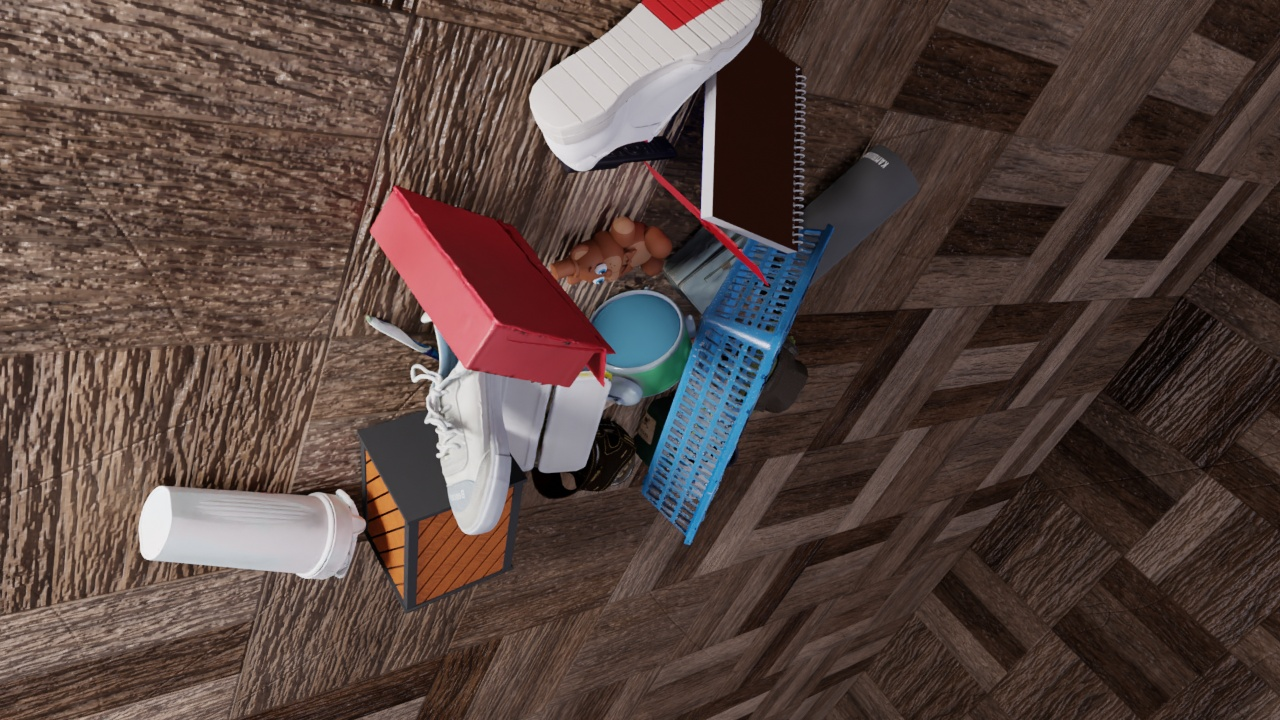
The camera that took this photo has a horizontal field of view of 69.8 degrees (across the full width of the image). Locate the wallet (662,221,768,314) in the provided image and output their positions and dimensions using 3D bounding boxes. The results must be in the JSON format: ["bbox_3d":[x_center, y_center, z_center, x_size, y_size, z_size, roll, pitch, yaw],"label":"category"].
[{"bbox_3d":[0.099,-0.124,1.139,0.132,0.054,0.100,-40,137,8],"label":"wallet"}]

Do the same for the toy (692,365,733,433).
[{"bbox_3d":[0.100,0.059,1.360,0.092,0.046,0.115,-23,135,-26],"label":"toy"}]

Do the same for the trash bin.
[{"bbox_3d":[-0.235,0.167,1.070,0.139,0.139,0.172,-17,140,-30],"label":"trash bin"}]

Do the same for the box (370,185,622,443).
[{"bbox_3d":[-0.139,-0.064,0.833,0.164,0.214,0.153,-27,145,-18],"label":"box"}]

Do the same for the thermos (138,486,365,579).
[{"bbox_3d":[-0.400,0.179,0.970,0.220,0.099,0.099,19,115,-48],"label":"thermos"}]

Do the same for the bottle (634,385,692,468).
[{"bbox_3d":[0.041,0.090,1.321,0.061,0.061,0.131,-13,138,-38],"label":"bottle"}]

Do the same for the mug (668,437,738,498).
[{"bbox_3d":[0.098,0.152,1.423,0.112,0.078,0.097,-14,142,-5],"label":"mug"}]

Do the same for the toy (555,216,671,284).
[{"bbox_3d":[-0.034,-0.113,1.014,0.127,0.065,0.095,-23,156,-19],"label":"toy"}]

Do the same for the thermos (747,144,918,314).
[{"bbox_3d":[0.244,-0.171,1.202,0.240,0.082,0.082,-41,146,2],"label":"thermos"}]

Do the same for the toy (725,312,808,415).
[{"bbox_3d":[0.183,0.016,1.357,0.152,0.078,0.179,35,86,-50],"label":"toy"}]

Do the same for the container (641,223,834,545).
[{"bbox_3d":[0.106,0.019,1.107,0.256,0.089,0.363,-57,168,-46],"label":"container"}]

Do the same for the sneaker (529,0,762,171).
[{"bbox_3d":[0.012,-0.263,0.873,0.236,0.090,0.104,-37,155,-8],"label":"sneaker"}]

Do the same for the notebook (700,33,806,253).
[{"bbox_3d":[0.122,-0.230,0.952,0.171,0.022,0.209,11,79,-50],"label":"notebook"}]

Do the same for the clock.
[{"bbox_3d":[-0.015,-0.006,1.095,0.161,0.122,0.075,-44,147,-17],"label":"clock"}]

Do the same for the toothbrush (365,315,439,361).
[{"bbox_3d":[-0.227,-0.014,0.985,0.017,0.016,0.189,-53,146,1],"label":"toothbrush"}]

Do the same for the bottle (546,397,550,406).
[{"bbox_3d":[-0.140,0.014,1.063,0.056,0.056,0.105,-30,145,-16],"label":"bottle"}]

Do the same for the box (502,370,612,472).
[{"bbox_3d":[-0.110,0.070,1.066,0.129,0.036,0.210,7,142,-10],"label":"box"}]

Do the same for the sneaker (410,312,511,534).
[{"bbox_3d":[-0.190,0.057,0.943,0.090,0.242,0.090,9,162,-38],"label":"sneaker"}]

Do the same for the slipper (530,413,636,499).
[{"bbox_3d":[-0.083,0.134,1.239,0.113,0.075,0.267,-48,146,12],"label":"slipper"}]

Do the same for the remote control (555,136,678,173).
[{"bbox_3d":[-0.022,-0.212,0.942,0.136,0.032,0.015,-14,149,-35],"label":"remote control"}]

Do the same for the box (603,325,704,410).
[{"bbox_3d":[-0.008,0.005,1.173,0.186,0.083,0.042,-30,130,-12],"label":"box"}]
